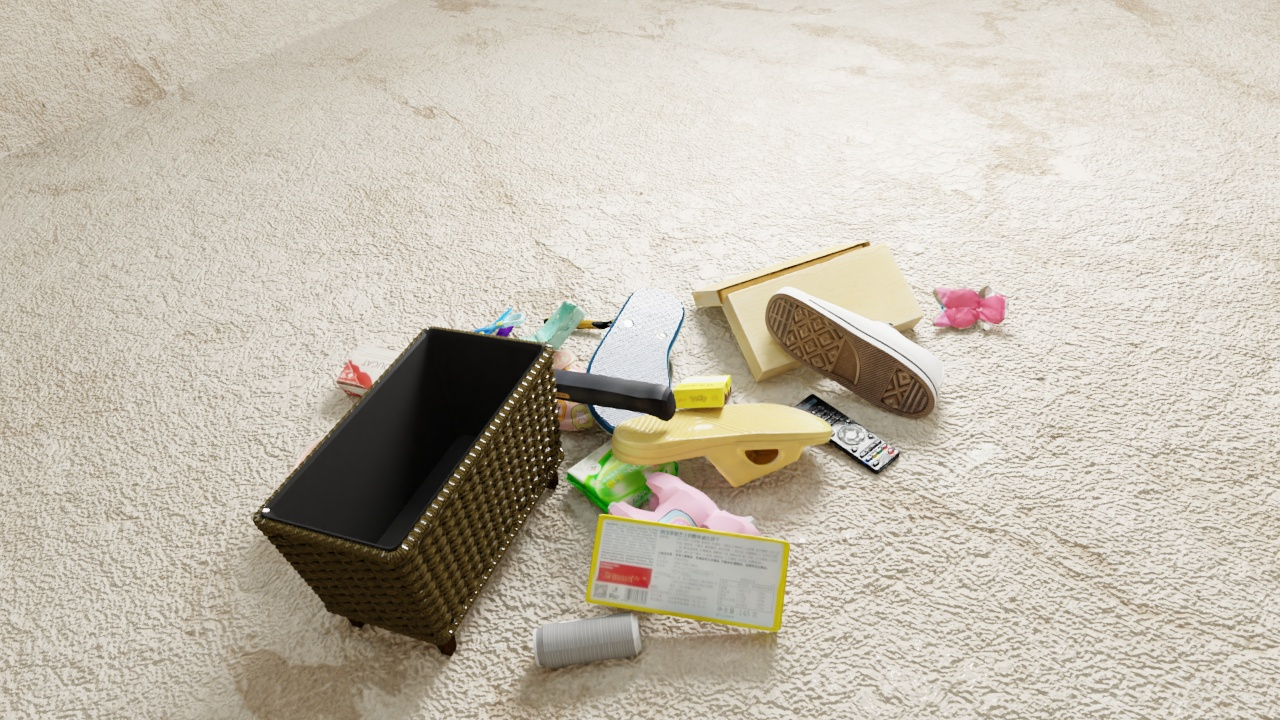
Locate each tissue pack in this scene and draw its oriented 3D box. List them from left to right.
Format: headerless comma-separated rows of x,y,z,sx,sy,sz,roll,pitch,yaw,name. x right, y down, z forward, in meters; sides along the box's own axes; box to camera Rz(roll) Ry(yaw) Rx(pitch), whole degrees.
-0.023,0.138,1.123,0.113,0.034,0.099,-36,46,-26,tissue pack

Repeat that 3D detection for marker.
-0.223,-0.018,1.376,0.018,0.015,0.133,-4,37,27,marker

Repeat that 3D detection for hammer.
-0.104,0.032,1.114,0.313,0.139,0.035,9,51,23,hammer

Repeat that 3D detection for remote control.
0.250,0.091,1.133,0.045,0.021,0.140,-33,49,-25,remote control

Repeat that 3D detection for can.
-0.053,0.285,0.935,0.106,0.044,0.044,-9,38,1,can

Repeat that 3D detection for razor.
-0.081,-0.057,1.384,0.144,0.044,0.021,3,81,21,razor

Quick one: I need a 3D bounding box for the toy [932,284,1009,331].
0.458,-0.070,1.275,0.102,0.050,0.065,1,73,24,toy

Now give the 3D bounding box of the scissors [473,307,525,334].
-0.226,-0.048,1.386,0.127,0.013,0.125,-6,32,34,scissors

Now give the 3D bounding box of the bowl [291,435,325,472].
-0.347,0.154,1.137,0.153,0.076,0.152,-5,39,4,bowl

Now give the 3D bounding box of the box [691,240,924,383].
0.230,-0.096,1.314,0.247,0.119,0.252,-18,33,-12,box

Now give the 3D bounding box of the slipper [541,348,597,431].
-0.111,0.018,1.254,0.093,0.082,0.197,-27,39,-23,slipper

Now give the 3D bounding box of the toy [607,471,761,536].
0.049,0.191,1.015,0.157,0.067,0.123,30,55,33,toy

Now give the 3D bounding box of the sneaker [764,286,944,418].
0.283,-0.028,1.186,0.245,0.091,0.096,30,45,16,sneaker

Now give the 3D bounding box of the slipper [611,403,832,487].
0.096,0.104,1.097,0.263,0.078,0.099,-4,23,-10,slipper

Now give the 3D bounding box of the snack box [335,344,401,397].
-0.302,0.034,1.292,0.273,0.044,0.076,11,58,24,snack box

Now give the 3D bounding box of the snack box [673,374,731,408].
0.081,0.039,1.168,0.061,0.025,0.148,-3,4,10,snack box

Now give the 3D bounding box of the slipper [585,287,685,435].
-0.007,0.007,1.233,0.118,0.060,0.294,20,43,-2,slipper

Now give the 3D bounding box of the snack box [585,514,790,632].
0.049,0.218,0.946,0.201,0.042,0.092,6,78,10,snack box

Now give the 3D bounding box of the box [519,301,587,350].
-0.142,-0.036,1.286,0.138,0.055,0.187,-35,9,-4,box

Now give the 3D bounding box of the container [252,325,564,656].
-0.222,0.144,1.015,0.177,0.205,0.319,9,42,22,container

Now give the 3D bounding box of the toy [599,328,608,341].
-0.006,-0.017,1.311,0.095,0.041,0.108,-12,44,-5,toy
